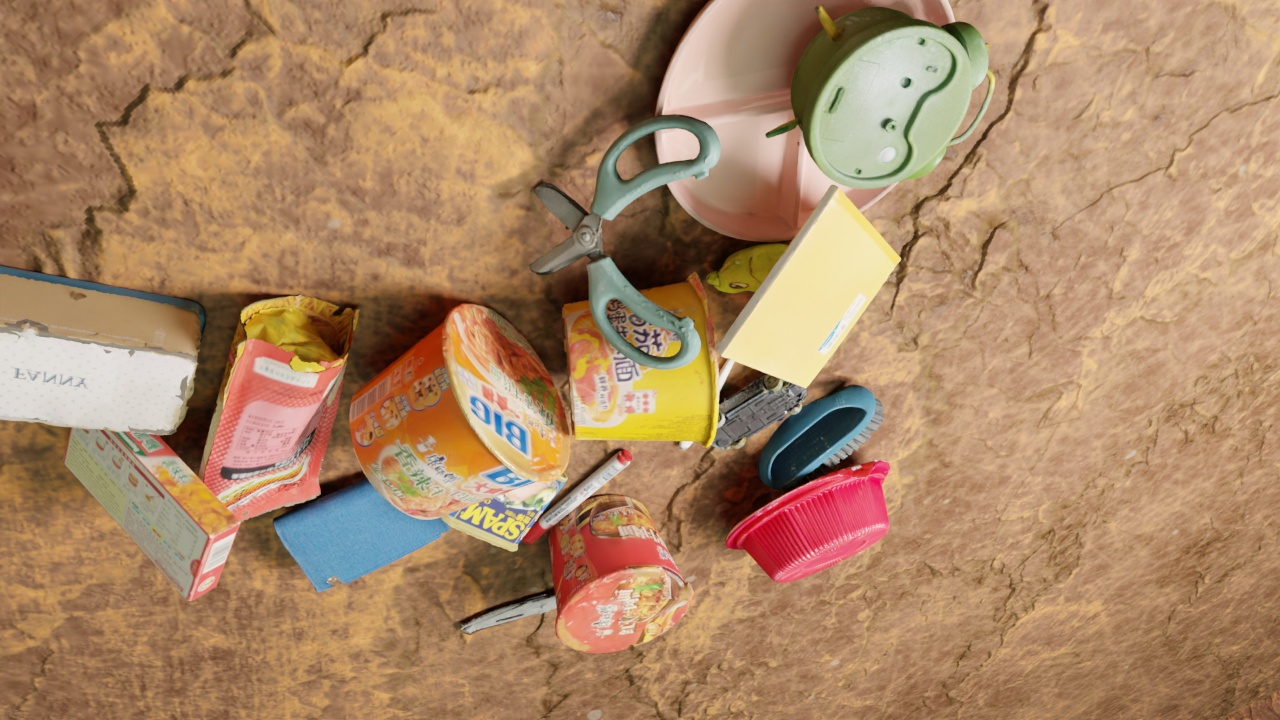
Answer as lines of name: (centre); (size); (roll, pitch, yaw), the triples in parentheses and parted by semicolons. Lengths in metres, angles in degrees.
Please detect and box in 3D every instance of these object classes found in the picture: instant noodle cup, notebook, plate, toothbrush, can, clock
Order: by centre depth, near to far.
clock: (0.175, -0.180, 0.631); (0.161, 0.056, 0.116); (3, 131, -22)
plate: (0.118, -0.187, 0.663); (0.229, 0.028, 0.230); (-10, 134, -11)
instant noodle cup: (-0.142, 0.046, 0.708); (0.112, 0.151, 0.151); (-29, 136, 18)
instant noodle cup: (-0.004, 0.004, 0.731); (0.110, 0.137, 0.138); (-4, 133, -6)
notebook: (0.142, -0.048, 0.735); (0.146, 0.010, 0.206); (-56, 153, 10)
can: (-0.127, 0.112, 0.818); (0.102, 0.057, 0.083); (34, 95, -42)
toothbrush: (0.075, 0.022, 0.852); (0.016, 0.016, 0.181); (4, 130, -29)
instant noodle cup: (-0.031, 0.211, 0.924); (0.137, 0.108, 0.138); (-11, 134, -12)
instant noodle cup: (0.189, 0.178, 0.967); (0.193, 0.065, 0.194); (-20, 155, -10)

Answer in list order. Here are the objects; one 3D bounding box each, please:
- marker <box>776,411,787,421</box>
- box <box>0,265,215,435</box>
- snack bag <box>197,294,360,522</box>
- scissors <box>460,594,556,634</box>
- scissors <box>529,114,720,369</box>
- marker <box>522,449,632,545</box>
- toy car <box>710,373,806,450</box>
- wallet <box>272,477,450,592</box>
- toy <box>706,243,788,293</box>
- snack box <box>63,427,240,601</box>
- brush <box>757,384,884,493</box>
marker: (0.149, 0.001, 0.861); (0.017, 0.017, 0.146); (-2, 132, -20)
box: (-0.385, -0.005, 0.620); (0.184, 0.063, 0.090); (12, 127, -32)
snack bag: (-0.278, 0.053, 0.699); (0.128, 0.073, 0.208); (-31, 154, -54)
scissors: (-0.091, 0.277, 1.030); (0.210, 0.015, 0.182); (-40, 133, 18)
scissors: (0.005, -0.083, 0.642); (0.170, 0.174, 0.019); (-41, 174, 25)
marker: (-0.064, 0.135, 0.906); (0.145, 0.017, 0.017); (-41, 132, 18)
toy car: (0.105, 0.045, 0.862); (0.106, 0.031, 0.049); (-34, 130, 12)
wallet: (-0.248, 0.149, 0.832); (0.133, 0.040, 0.106); (-23, 135, -10)
toy: (0.110, -0.074, 0.757); (0.097, 0.031, 0.100); (-20, 156, 30)
snack box: (-0.360, 0.096, 0.670); (0.027, 0.156, 0.077); (-28, 155, -56)
brush: (0.171, 0.075, 0.911); (0.144, 0.055, 0.073); (-42, 134, 20)
